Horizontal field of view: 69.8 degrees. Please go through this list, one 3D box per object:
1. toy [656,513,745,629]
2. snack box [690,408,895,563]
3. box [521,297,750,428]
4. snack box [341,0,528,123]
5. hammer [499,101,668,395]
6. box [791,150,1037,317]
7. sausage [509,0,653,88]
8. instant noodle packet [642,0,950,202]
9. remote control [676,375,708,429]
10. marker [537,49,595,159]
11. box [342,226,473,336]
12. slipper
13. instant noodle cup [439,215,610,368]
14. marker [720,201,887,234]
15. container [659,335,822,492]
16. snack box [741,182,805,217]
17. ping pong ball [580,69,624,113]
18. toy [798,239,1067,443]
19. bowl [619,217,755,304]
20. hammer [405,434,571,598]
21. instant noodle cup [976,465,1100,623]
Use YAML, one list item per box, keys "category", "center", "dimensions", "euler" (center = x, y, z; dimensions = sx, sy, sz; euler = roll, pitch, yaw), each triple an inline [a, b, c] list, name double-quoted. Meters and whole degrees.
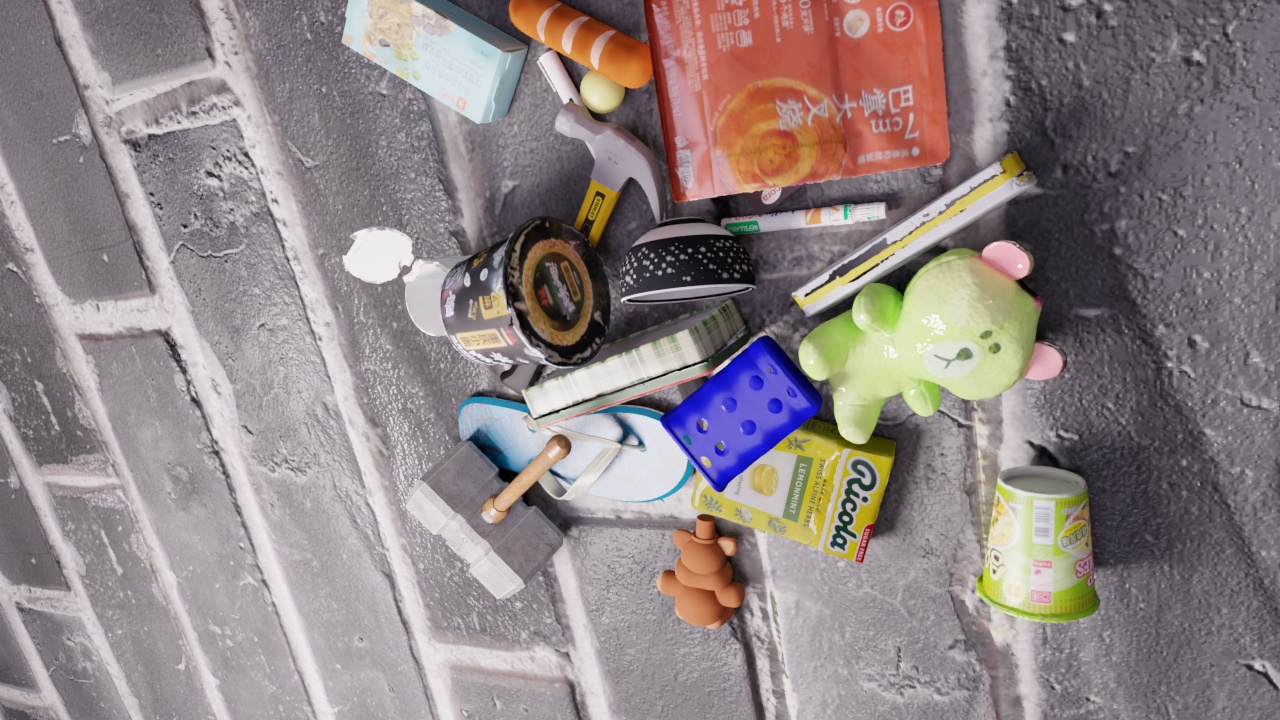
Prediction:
- category: "toy"
  center: [0.066, 0.221, 0.971]
  dimensions: [0.095, 0.065, 0.128]
  euler: [7, 106, 15]
- category: "snack box"
  center: [0.140, 0.111, 0.877]
  dimensions: [0.181, 0.045, 0.121]
  euler: [16, 115, 13]
- category: "box"
  center: [-0.005, 0.005, 0.872]
  dimensions: [0.206, 0.117, 0.051]
  euler: [-21, 99, 30]
- category: "snack box"
  center: [-0.196, -0.299, 0.870]
  dimensions: [0.175, 0.053, 0.075]
  euler: [33, 122, 11]
- category: "hammer"
  center: [-0.071, -0.084, 0.906]
  dimensions: [0.127, 0.029, 0.325]
  euler: [30, 126, 3]
- category: "box"
  center: [0.218, -0.097, 0.749]
  dimensions: [0.210, 0.064, 0.037]
  euler: [-33, 88, 33]
- category: "sausage"
  center: [-0.051, -0.280, 0.798]
  dimensions: [0.164, 0.044, 0.039]
  euler: [35, 100, 27]
- category: "instant noodle packet"
  center: [0.123, -0.220, 0.715]
  dimensions: [0.221, 0.084, 0.164]
  euler: [-7, 99, 9]
- category: "remote control"
  center: [0.073, 0.082, 0.925]
  dimensions: [0.033, 0.015, 0.147]
  euler: [-13, 105, 30]
- category: "marker"
  center: [-0.056, -0.225, 0.853]
  dimensions: [0.020, 0.017, 0.133]
  euler: [-27, 98, 16]
- category: "box"
  center: [-0.207, -0.080, 0.916]
  dimensions: [0.085, 0.155, 0.126]
  euler: [-39, 81, 29]
- category: "slipper"
  center: [-0.082, 0.100, 0.984]
  dimensions: [0.295, 0.060, 0.118]
  euler: [7, 118, 25]
- category: "instant noodle cup"
  center: [-0.112, -0.053, 0.850]
  dimensions: [0.112, 0.136, 0.137]
  euler: [-11, 106, 38]
- category: "marker"
  center: [0.141, -0.124, 0.801]
  dimensions: [0.146, 0.017, 0.017]
  euler: [-2, 110, 27]
- category: "container"
  center: [0.091, 0.044, 0.809]
  dimensions: [0.114, 0.085, 0.084]
  euler: [-41, 85, 14]
- category: "snack box"
  center: [0.085, -0.198, 0.788]
  dimensions: [0.051, 0.031, 0.141]
  euler: [-35, 94, 33]
- category: "ping pong ball"
  center: [-0.034, -0.242, 0.822]
  dimensions: [0.040, 0.040, 0.040]
  euler: [10, 115, 22]
- category: "toy"
  center: [0.235, -0.019, 0.754]
  dimensions: [0.197, 0.107, 0.150]
  euler: [-24, 119, 23]
- category: "bowl"
  center: [0.039, -0.090, 0.814]
  dimensions: [0.120, 0.120, 0.066]
  euler: [-6, 88, 28]
- category: "hammer"
  center: [-0.130, 0.134, 0.937]
  dimensions: [0.162, 0.082, 0.319]
  euler: [45, 146, 0]
- category: "instant noodle cup"
  center: [0.341, 0.152, 0.783]
  dimensions: [0.099, 0.098, 0.108]
  euler: [4, 105, 25]
